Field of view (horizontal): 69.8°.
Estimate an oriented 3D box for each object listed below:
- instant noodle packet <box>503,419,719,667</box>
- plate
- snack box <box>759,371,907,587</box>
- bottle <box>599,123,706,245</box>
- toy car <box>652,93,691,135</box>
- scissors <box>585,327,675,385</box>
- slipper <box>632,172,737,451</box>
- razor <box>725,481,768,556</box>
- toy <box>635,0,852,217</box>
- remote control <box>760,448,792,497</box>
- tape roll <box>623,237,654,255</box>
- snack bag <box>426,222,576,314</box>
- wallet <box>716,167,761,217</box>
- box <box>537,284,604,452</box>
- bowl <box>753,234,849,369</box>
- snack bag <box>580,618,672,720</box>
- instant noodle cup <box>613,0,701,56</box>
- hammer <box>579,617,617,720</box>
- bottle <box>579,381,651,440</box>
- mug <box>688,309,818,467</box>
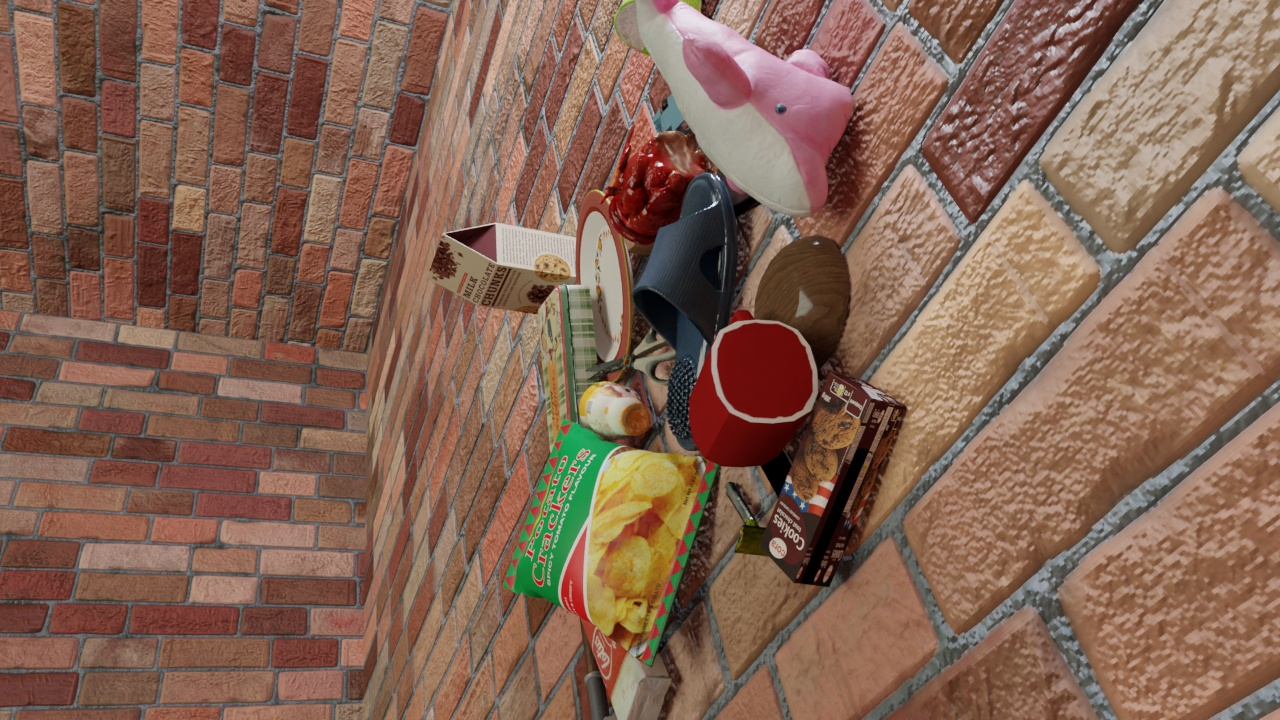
[{"bbox_3d":[-0.039,0.171,0.930,0.253,0.090,0.195,9,76,50],"label":"instant noodle packet"},{"bbox_3d":[-0.039,-0.088,1.100,0.230,0.021,0.230,173,90,-73],"label":"plate"},{"bbox_3d":[0.134,0.084,0.649,0.051,0.031,0.141,43,117,61],"label":"snack box"},{"bbox_3d":[0.011,-0.182,0.951,0.111,0.099,0.098,132,139,-54],"label":"bottle"},{"bbox_3d":[0.055,-0.270,0.972,0.108,0.027,0.060,-40,46,45],"label":"toy car"},{"bbox_3d":[-0.004,-0.011,0.993,0.170,0.012,0.133,26,97,51],"label":"scissors"},{"bbox_3d":[0.032,-0.046,0.870,0.101,0.082,0.263,-179,91,-68],"label":"slipper"},{"bbox_3d":[0.089,0.129,0.770,0.106,0.042,0.026,-119,39,-69],"label":"razor"},{"bbox_3d":[0.091,-0.227,0.753,0.265,0.128,0.187,55,177,27],"label":"toy"},{"bbox_3d":[0.120,0.108,0.720,0.124,0.011,0.028,-115,39,-52],"label":"remote control"},{"bbox_3d":[0.001,-0.171,1.065,0.094,0.027,0.094,-173,90,-67],"label":"tape roll"},{"bbox_3d":[-0.173,-0.123,1.232,0.095,0.206,0.069,127,143,-50],"label":"snack bag"},{"bbox_3d":[0.097,-0.197,0.865,0.092,0.018,0.115,164,113,-66],"label":"wallet"},{"bbox_3d":[-0.088,0.015,1.149,0.118,0.050,0.205,141,124,-70],"label":"box"},{"bbox_3d":[0.121,-0.045,0.741,0.118,0.030,0.118,-173,90,-67],"label":"bowl"},{"bbox_3d":[-0.028,0.278,0.959,0.225,0.041,0.078,-121,43,-57],"label":"snack bag"},{"bbox_3d":[0.027,-0.408,1.006,0.099,0.099,0.107,151,131,-63],"label":"instant noodle cup"},{"bbox_3d":[-0.057,0.327,1.042,0.321,0.043,0.156,-104,31,-46],"label":"hammer"},{"bbox_3d":[-0.025,0.058,1.012,0.109,0.063,0.063,-168,85,-66],"label":"bottle"},{"bbox_3d":[0.083,0.013,0.712,0.097,0.080,0.116,105,162,-63],"label":"mug"}]
